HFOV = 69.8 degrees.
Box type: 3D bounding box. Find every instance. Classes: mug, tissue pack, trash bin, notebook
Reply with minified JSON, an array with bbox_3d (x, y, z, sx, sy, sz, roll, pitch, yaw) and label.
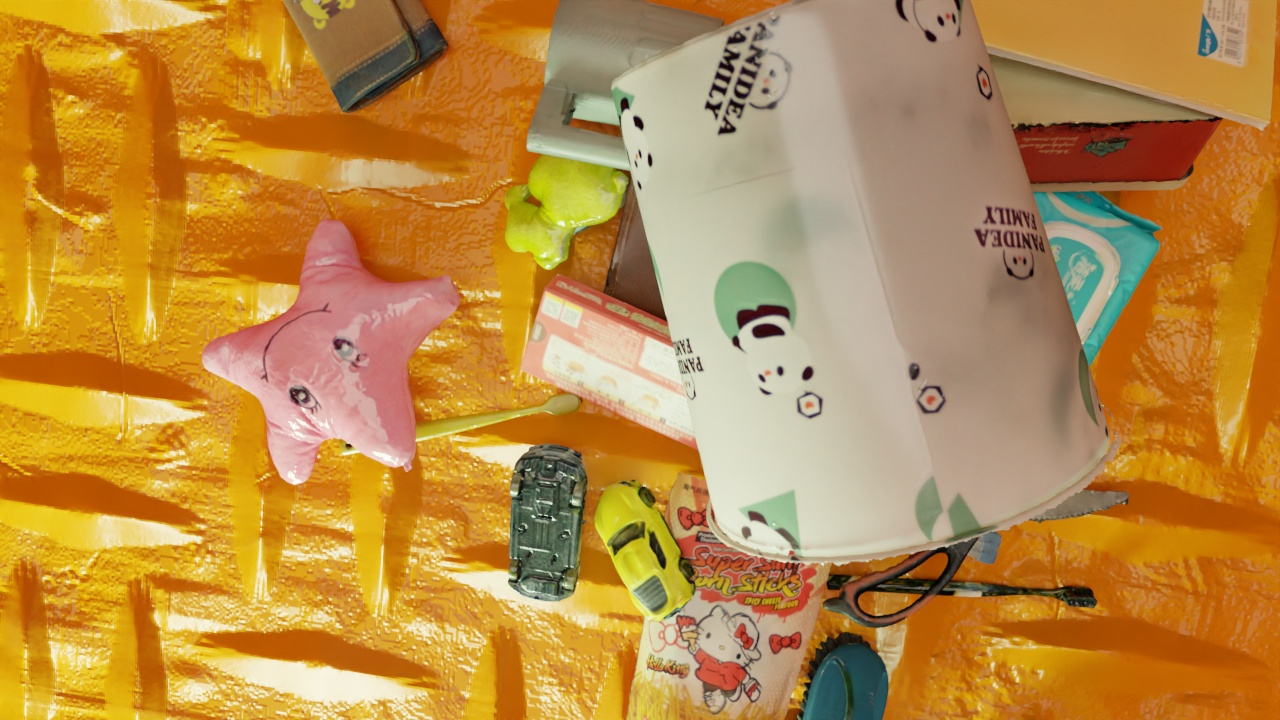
[{"bbox_3d":[-0.008,-0.176,0.596,0.103,0.084,0.123,12,67,3],"label":"mug"},{"bbox_3d":[0.268,-0.051,0.606,0.093,0.050,0.133,26,98,4],"label":"tissue pack"},{"bbox_3d":[0.108,-0.056,0.500,0.230,0.229,0.252,-17,101,8],"label":"trash bin"},{"bbox_3d":[0.275,-0.221,0.555,0.206,0.010,0.145,19,62,9],"label":"notebook"}]

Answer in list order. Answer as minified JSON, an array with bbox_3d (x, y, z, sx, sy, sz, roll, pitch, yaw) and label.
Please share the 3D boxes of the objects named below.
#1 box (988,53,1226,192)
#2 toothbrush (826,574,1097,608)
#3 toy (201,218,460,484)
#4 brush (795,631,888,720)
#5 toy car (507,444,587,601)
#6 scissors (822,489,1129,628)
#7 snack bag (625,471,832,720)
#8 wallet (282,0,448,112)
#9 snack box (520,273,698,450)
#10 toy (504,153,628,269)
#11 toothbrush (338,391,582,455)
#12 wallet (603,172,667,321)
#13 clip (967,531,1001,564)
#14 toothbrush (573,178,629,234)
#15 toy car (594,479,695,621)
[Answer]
[{"bbox_3d":[0.256,-0.161,0.564,0.168,0.078,0.091,0,60,6],"label":"box"},{"bbox_3d":[0.227,0.164,0.654,0.186,0.017,0.012,2,104,7],"label":"toothbrush"},{"bbox_3d":[-0.208,0.001,0.654,0.195,0.074,0.178,-41,82,10],"label":"toy"},{"bbox_3d":[0.141,0.270,0.650,0.055,0.073,0.144,11,98,-2],"label":"brush"},{"bbox_3d":[-0.068,0.120,0.675,0.054,0.036,0.121,7,108,5],"label":"toy car"},{"bbox_3d":[0.215,0.104,0.634,0.226,0.015,0.189,19,80,11],"label":"scissors"},{"bbox_3d":[0.061,0.195,0.662,0.128,0.073,0.208,14,91,5],"label":"snack bag"},{"bbox_3d":[-0.200,-0.246,0.647,0.090,0.033,0.115,-29,90,10],"label":"wallet"},{"bbox_3d":[-0.004,0.004,0.642,0.153,0.025,0.075,24,127,3],"label":"snack box"},{"bbox_3d":[-0.055,-0.113,0.635,0.097,0.031,0.100,30,104,30],"label":"toy"},{"bbox_3d":[-0.135,0.046,0.684,0.190,0.016,0.016,-11,97,9],"label":"toothbrush"},{"bbox_3d":[0.032,-0.075,0.635,0.101,0.032,0.125,14,108,1],"label":"wallet"},{"bbox_3d":[0.225,0.126,0.649,0.058,0.036,0.025,16,101,4],"label":"clip"},{"bbox_3d":[0.022,-0.138,0.643,0.192,0.018,0.016,-29,98,12],"label":"toothbrush"},{"bbox_3d":[-0.002,0.133,0.650,0.048,0.032,0.105,-42,59,22],"label":"toy car"}]
